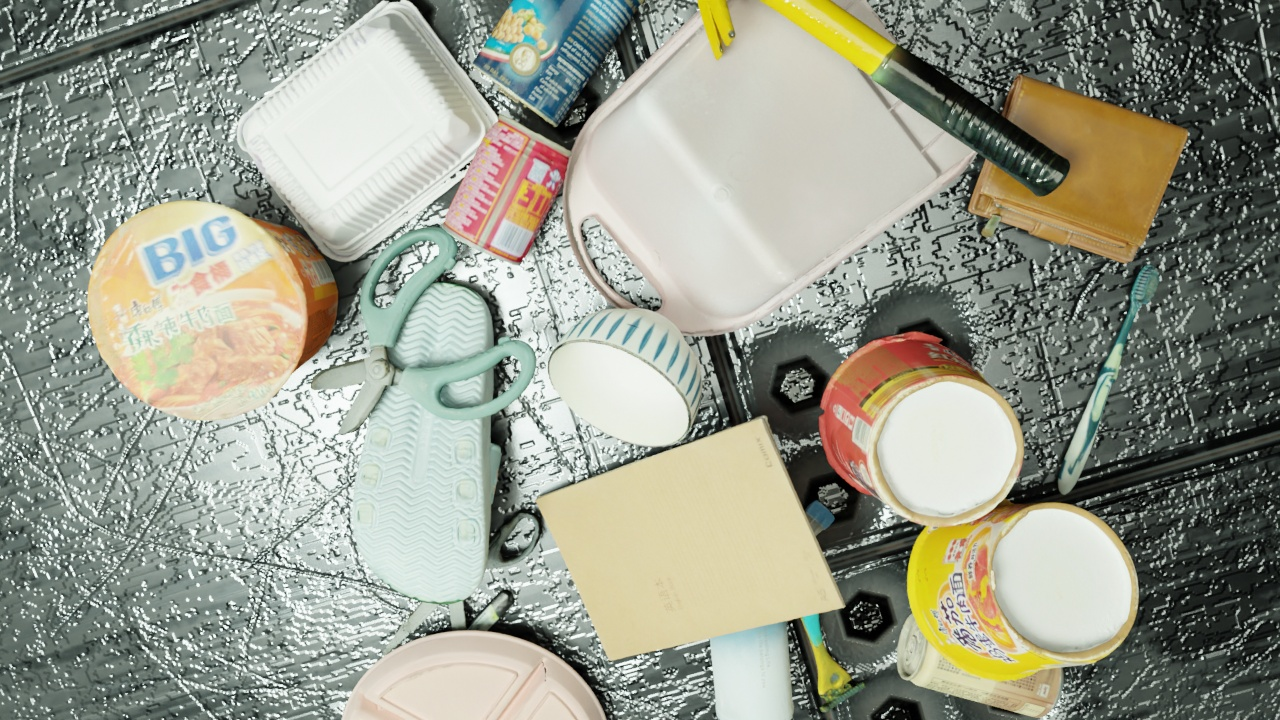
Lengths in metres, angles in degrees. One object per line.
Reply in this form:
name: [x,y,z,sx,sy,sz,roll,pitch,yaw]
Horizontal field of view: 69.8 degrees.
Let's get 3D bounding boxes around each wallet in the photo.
wallet: [0.322,-0.136,0.684,0.130,0.035,0.119,19,100,0]

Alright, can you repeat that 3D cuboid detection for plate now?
plate: [-0.139,0.331,0.765,0.229,0.028,0.230,0,107,0]

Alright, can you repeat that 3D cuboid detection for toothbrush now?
toothbrush: [0.366,0.017,0.718,0.016,0.018,0.192,16,100,-2]

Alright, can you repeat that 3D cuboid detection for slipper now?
slipper: [-0.158,0.063,0.713,0.104,0.074,0.245,3,84,5]

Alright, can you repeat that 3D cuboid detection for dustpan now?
dustpan: [0.078,-0.154,0.700,0.272,0.139,0.222,-40,95,-21]

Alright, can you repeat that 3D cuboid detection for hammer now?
hammer: [0.169,-0.207,0.638,0.300,0.033,0.128,32,72,-6]

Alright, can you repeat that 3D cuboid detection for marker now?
marker: [-0.151,0.238,0.770,0.018,0.015,0.124,43,95,-7]

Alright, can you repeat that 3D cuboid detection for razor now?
razor: [0.147,0.221,0.753,0.043,0.028,0.132,-23,103,-19]

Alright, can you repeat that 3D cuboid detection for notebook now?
notebook: [0.032,0.143,0.702,0.212,0.012,0.149,-23,92,29]

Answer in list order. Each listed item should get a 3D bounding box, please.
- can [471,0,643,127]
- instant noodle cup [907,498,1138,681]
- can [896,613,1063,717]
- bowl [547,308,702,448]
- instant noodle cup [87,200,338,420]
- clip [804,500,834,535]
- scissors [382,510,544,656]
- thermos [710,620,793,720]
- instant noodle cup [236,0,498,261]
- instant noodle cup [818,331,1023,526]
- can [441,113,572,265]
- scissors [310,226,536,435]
can: [-0.060,-0.233,0.655,0.075,0.075,0.111,36,99,-5]
instant noodle cup: [0.282,0.165,0.674,0.138,0.110,0.138,2,73,-6]
can: [0.272,0.244,0.739,0.116,0.058,0.058,16,100,-2]
bowl: [-0.004,0.004,0.689,0.116,0.117,0.066,33,55,-4]
instant noodle cup: [-0.300,-0.041,0.675,0.151,0.111,0.151,0,100,1]
clip: [0.132,0.140,0.747,0.024,0.027,0.056,44,87,-8]
scissors: [-0.150,0.178,0.754,0.159,0.014,0.181,-16,96,4]
thermos: [0.082,0.181,0.726,0.070,0.070,0.220,-5,101,2]
instant noodle cup: [-0.207,-0.169,0.678,0.173,0.060,0.138,-36,97,8]
instant noodle cup: [0.210,0.056,0.683,0.138,0.108,0.138,0,100,1]
can: [-0.097,-0.126,0.679,0.066,0.066,0.094,27,99,-4]
scissors: [-0.165,-0.026,0.681,0.170,0.019,0.180,-9,80,5]
